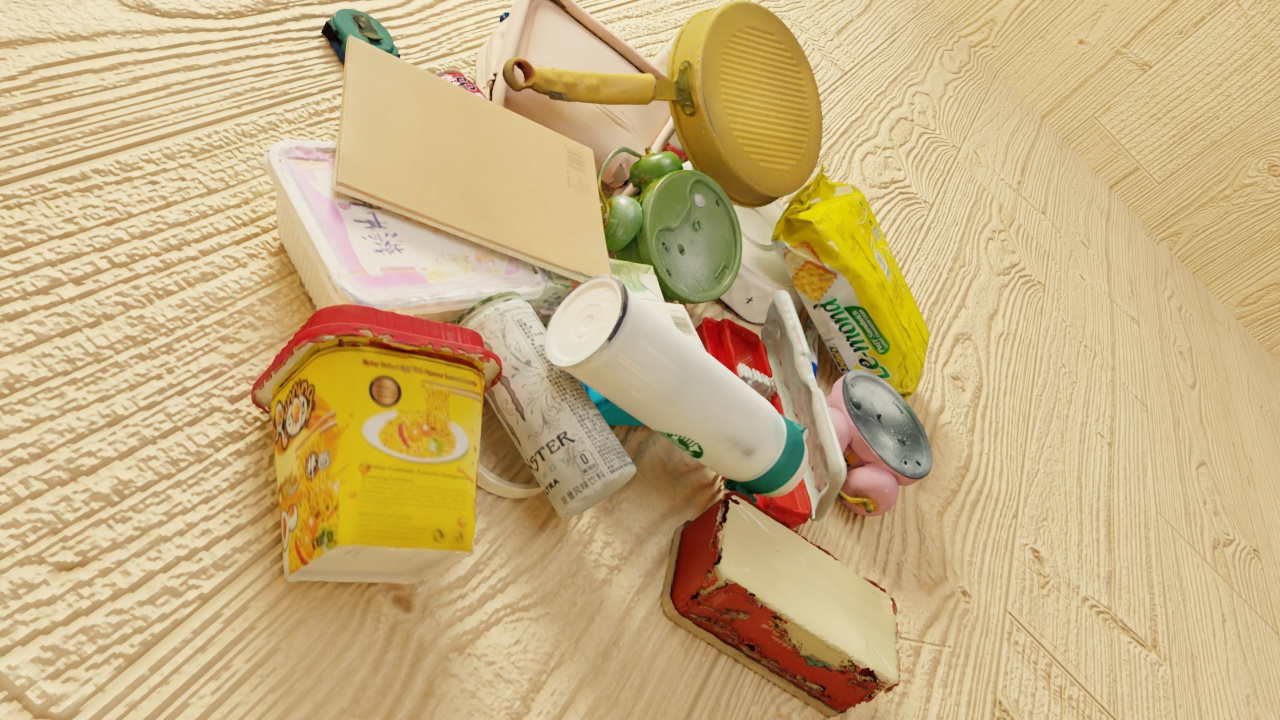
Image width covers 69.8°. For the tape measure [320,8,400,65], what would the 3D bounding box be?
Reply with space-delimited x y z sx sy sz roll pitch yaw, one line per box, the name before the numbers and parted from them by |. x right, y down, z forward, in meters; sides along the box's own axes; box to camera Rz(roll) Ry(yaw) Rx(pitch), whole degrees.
tape measure | -0.234 -0.269 0.766 0.054 0.025 0.058 54 36 9

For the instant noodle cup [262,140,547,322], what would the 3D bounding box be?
instant noodle cup | -0.163 -0.078 0.627 0.173 0.061 0.138 -14 67 -48

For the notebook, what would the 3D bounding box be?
notebook | -0.114 -0.142 0.667 0.211 0.012 0.149 18 48 -33

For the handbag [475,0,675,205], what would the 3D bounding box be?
handbag | -0.067 -0.215 0.847 0.193 0.094 0.233 30 47 -22

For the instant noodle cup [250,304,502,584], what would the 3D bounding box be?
instant noodle cup | -0.141 0.051 0.493 0.116 0.116 0.123 13 59 -37

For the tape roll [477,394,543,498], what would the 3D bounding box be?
tape roll | -0.090 0.052 0.615 0.085 0.014 0.085 26 41 -25

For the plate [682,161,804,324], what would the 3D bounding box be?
plate | 0.103 -0.130 0.952 0.204 0.046 0.204 27 40 -26

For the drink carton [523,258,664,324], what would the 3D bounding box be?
drink carton | -0.043 -0.053 0.727 0.122 0.054 0.045 6 56 -42

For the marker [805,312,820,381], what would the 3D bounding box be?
marker | 0.177 -0.021 0.946 0.017 0.017 0.145 36 37 -14

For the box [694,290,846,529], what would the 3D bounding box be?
box | 0.118 0.033 0.769 0.095 0.098 0.201 19 44 -33

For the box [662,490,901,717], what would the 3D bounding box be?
box | 0.107 0.170 0.646 0.168 0.077 0.091 34 37 -15

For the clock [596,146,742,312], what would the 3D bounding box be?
clock | 0.021 -0.117 0.807 0.161 0.056 0.115 49 57 -26

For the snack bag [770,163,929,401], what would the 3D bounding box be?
snack bag | 0.225 -0.073 0.948 0.246 0.068 0.157 59 33 -14

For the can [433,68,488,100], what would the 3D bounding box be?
can | -0.140 -0.179 0.738 0.094 0.067 0.066 53 37 8

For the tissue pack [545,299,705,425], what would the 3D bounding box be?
tissue pack | -0.004 0.004 0.703 0.139 0.063 0.090 4 53 -44

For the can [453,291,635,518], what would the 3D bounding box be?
can | -0.065 0.028 0.599 0.058 0.058 0.146 -18 70 -51

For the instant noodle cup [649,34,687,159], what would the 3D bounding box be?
instant noodle cup | 0.053 -0.299 0.995 0.116 0.124 0.116 45 36 -1

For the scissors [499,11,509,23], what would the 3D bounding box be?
scissors | -0.094 -0.369 1.010 0.173 0.012 0.162 -8 62 -49

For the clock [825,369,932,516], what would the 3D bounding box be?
clock | 0.201 0.078 0.842 0.117 0.060 0.158 51 35 4

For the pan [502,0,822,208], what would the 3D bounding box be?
pan | 0.038 -0.246 0.853 0.356 0.078 0.197 -3 86 -44

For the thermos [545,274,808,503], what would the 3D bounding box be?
thermos | 0.035 0.030 0.630 0.224 0.073 0.073 37 35 -37
